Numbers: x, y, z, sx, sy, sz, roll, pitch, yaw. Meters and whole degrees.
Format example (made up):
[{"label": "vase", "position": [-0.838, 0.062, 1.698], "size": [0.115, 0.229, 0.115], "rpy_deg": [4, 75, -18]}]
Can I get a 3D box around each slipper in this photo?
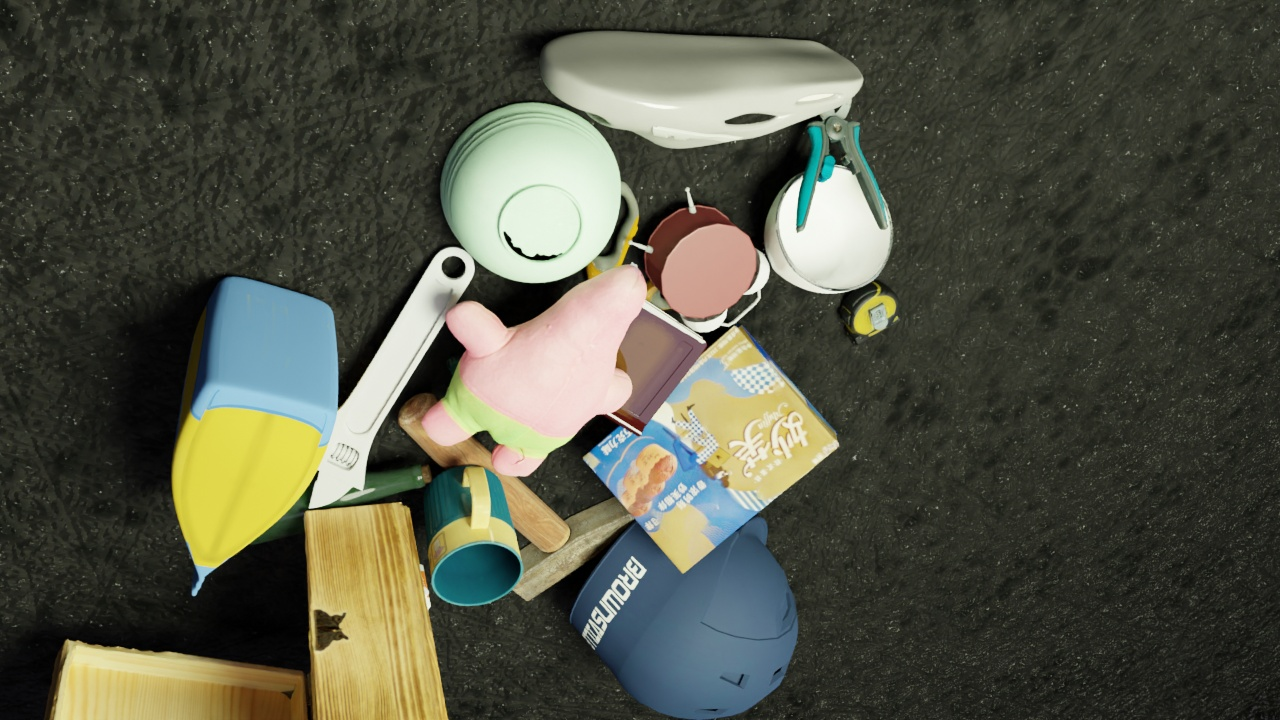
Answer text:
[{"label": "slipper", "position": [0.049, -0.205, 0.732], "size": [0.265, 0.113, 0.081], "rpy_deg": [-10, 139, -22]}]

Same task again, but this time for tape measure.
[{"label": "tape measure", "position": [0.241, -0.052, 0.962], "size": [0.062, 0.034, 0.061], "rpy_deg": [-32, 129, 2]}]

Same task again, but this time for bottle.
[{"label": "bottle", "position": [-0.282, 0.125, 0.856], "size": [0.174, 0.055, 0.055], "rpy_deg": [-13, 129, -7]}]

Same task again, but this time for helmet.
[{"label": "helmet", "position": [0.077, 0.290, 1.060], "size": [0.271, 0.223, 0.233], "rpy_deg": [-23, 146, -58]}]

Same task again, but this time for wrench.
[{"label": "wrench", "position": [-0.234, 0.013, 0.798], "size": [0.086, 0.018, 0.273], "rpy_deg": [30, 99, -18]}]

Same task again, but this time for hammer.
[{"label": "hammer", "position": [-0.137, 0.128, 0.939], "size": [0.158, 0.037, 0.301], "rpy_deg": [-34, 131, 5]}]

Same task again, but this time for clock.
[{"label": "clock", "position": [0.059, -0.082, 0.831], "size": [0.096, 0.048, 0.137], "rpy_deg": [-42, 129, 7]}]

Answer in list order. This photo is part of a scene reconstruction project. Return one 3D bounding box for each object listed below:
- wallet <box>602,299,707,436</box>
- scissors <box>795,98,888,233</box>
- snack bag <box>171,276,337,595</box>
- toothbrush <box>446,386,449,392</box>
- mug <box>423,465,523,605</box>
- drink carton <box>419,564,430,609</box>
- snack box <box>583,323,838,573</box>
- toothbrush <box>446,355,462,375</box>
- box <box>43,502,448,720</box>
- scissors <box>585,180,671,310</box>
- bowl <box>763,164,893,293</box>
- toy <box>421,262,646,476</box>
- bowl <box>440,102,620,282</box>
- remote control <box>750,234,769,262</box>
[{"label": "wallet", "position": [-0.005, 0.005, 0.866], "size": [0.091, 0.018, 0.116], "rpy_deg": [33, 101, -18]}, {"label": "scissors", "position": [0.177, -0.171, 0.802], "size": [0.124, 0.019, 0.153], "rpy_deg": [28, 80, -13]}, {"label": "snack bag", "position": [-0.322, 0.062, 0.734], "size": [0.102, 0.159, 0.206], "rpy_deg": [17, 118, -29]}, {"label": "toothbrush", "position": [-0.097, 0.038, 0.901], "size": [0.186, 0.017, 0.012], "rpy_deg": [5, 120, -25]}, {"label": "mug", "position": [-0.155, 0.149, 0.852], "size": [0.083, 0.107, 0.114], "rpy_deg": [1, 126, -18]}, {"label": "drink carton", "position": [-0.272, 0.271, 0.977], "size": [0.040, 0.058, 0.123], "rpy_deg": [24, 113, -35]}, {"label": "snack box", "position": [0.071, 0.086, 0.920], "size": [0.203, 0.069, 0.155], "rpy_deg": [-41, 88, 11]}, {"label": "toothbrush", "position": [-0.085, -0.001, 0.863], "size": [0.189, 0.017, 0.016], "rpy_deg": [-4, 123, -14]}, {"label": "box", "position": [-0.340, 0.330, 0.773], "size": [0.323, 0.279, 0.285], "rpy_deg": [-5, 127, -21]}, {"label": "scissors", "position": [-0.013, -0.060, 0.863], "size": [0.216, 0.016, 0.226], "rpy_deg": [3, 124, -24]}, {"label": "bowl", "position": [0.164, -0.115, 0.839], "size": [0.116, 0.066, 0.116], "rpy_deg": [1, 86, -16]}, {"label": "toy", "position": [-0.079, 0.002, 0.790], "size": [0.192, 0.096, 0.237], "rpy_deg": [28, 119, -32]}, {"label": "bowl", "position": [-0.084, -0.123, 0.738], "size": [0.151, 0.077, 0.151], "rpy_deg": [-6, 123, -10]}, {"label": "remote control", "position": [0.167, -0.125, 0.892], "size": [0.140, 0.009, 0.030], "rpy_deg": [-20, 130, -7]}]
